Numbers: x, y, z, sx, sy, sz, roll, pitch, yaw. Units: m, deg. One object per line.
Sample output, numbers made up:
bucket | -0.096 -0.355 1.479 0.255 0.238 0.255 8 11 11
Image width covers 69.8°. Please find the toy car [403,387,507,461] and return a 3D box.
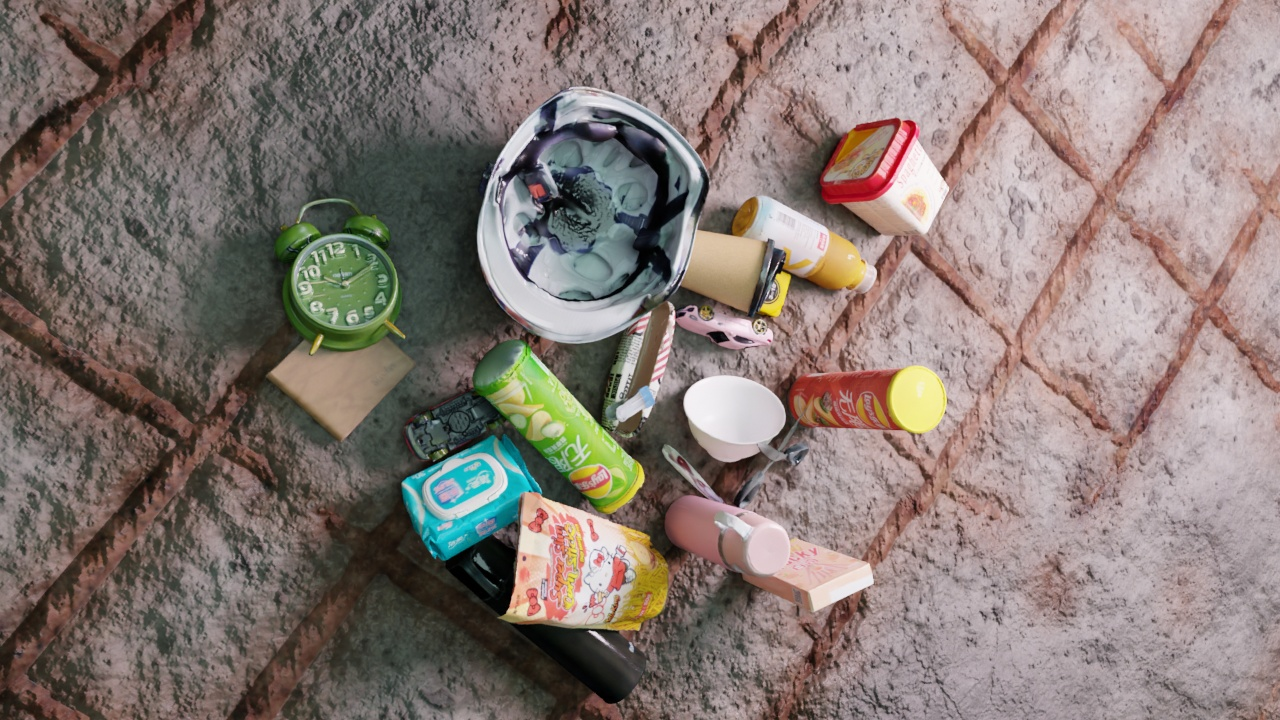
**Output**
toy car | -0.193 0.064 0.977 0.120 0.045 0.053 -27 98 -25

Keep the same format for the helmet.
helmet | -0.064 -0.148 0.976 0.229 0.146 0.258 24 90 -15

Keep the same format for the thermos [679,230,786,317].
thermos | 0.090 -0.108 1.053 0.143 0.093 0.093 16 83 4

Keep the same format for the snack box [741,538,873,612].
snack box | 0.188 0.245 1.063 0.084 0.157 0.026 -18 97 -21

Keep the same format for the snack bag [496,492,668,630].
snack bag | -0.059 0.222 0.969 0.207 0.073 0.128 27 67 -46

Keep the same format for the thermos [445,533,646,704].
thermos | -0.101 0.280 0.988 0.242 0.090 0.068 43 95 -16

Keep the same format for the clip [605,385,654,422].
clip | -0.010 0.049 0.997 0.056 0.027 0.024 -30 104 -29

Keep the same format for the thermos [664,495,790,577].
thermos | 0.085 0.186 1.003 0.087 0.199 0.067 39 77 -15

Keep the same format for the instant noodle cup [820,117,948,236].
instant noodle cup | 0.309 -0.221 1.145 0.124 0.117 0.116 37 77 -30

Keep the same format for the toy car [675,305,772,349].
toy car | 0.098 -0.037 1.086 0.122 0.056 0.037 14 77 -20

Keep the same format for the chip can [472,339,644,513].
chip can | -0.087 0.071 0.979 0.072 0.073 0.221 -48 119 -15

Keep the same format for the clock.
clock | -0.302 -0.087 0.922 0.116 0.056 0.161 -12 81 -23

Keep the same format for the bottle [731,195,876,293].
bottle | 0.203 -0.135 1.120 0.189 0.068 0.068 23 81 -20

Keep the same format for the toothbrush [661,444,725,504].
toothbrush | 0.090 0.166 1.101 0.187 0.017 0.016 46 74 -15

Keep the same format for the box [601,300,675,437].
box | -0.015 0.003 1.038 0.073 0.076 0.163 18 86 -25

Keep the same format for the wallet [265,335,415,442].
wallet | -0.307 0.009 0.949 0.101 0.020 0.115 46 72 -16

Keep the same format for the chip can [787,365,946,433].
chip can | 0.252 0.045 1.058 0.073 0.217 0.073 1 88 -22

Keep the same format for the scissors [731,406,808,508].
scissors | 0.155 0.114 1.073 0.159 0.180 0.014 -50 63 12

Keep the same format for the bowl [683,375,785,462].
bowl | 0.105 0.079 1.075 0.118 0.118 0.065 -10 132 -21

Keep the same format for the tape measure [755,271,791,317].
tape measure | 0.150 -0.086 1.120 0.057 0.029 0.060 18 83 -21

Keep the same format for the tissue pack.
tissue pack | -0.176 0.139 0.956 0.133 0.093 0.050 -28 141 -20
